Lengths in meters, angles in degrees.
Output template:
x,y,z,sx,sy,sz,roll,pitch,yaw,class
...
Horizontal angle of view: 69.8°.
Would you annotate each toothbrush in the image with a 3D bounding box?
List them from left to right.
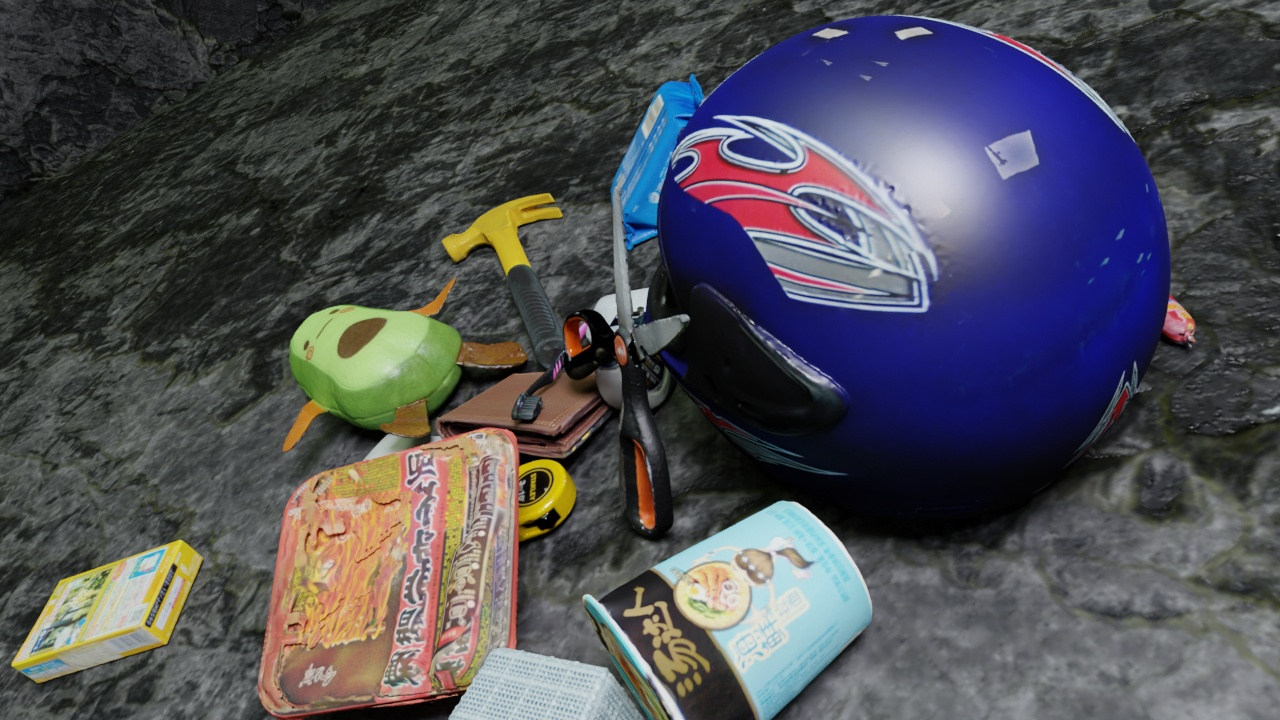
x,y,z,sx,sy,sz,roll,pitch,yaw,class
-0.062,0.003,0.724,0.018,0.014,0.188,5,25,13,toothbrush

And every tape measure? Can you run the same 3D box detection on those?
x,y,z,sx,sy,sz,roll,pitch,yaw,class
-0.073,0.099,0.650,0.057,0.029,0.060,-22,37,12,tape measure
-0.004,0.004,0.685,0.034,0.066,0.065,-3,41,37,tape measure

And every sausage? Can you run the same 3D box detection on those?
x,y,z,sx,sy,sz,roll,pitch,yaw,class
0.308,-0.056,0.587,0.020,0.020,0.155,-24,37,8,sausage

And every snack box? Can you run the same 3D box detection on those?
x,y,z,sx,sy,sz,roll,pitch,yaw,class
-0.443,0.209,0.767,0.140,0.034,0.086,-18,38,13,snack box

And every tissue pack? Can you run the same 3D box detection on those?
x,y,z,sx,sy,sz,roll,pitch,yaw,class
0.021,-0.186,0.866,0.157,0.052,0.094,-60,24,30,tissue pack

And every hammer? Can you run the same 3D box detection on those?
x,y,z,sx,sy,sz,roll,pitch,yaw,class
-0.115,-0.082,0.890,0.129,0.033,0.300,-30,36,1,hammer

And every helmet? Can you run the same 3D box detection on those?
x,y,z,sx,sy,sz,roll,pitch,yaw,class
0.122,-0.067,0.518,0.246,0.241,0.316,-36,41,-21,helmet

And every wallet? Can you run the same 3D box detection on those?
x,y,z,sx,sy,sz,roll,pitch,yaw,class
-0.082,0.037,0.711,0.125,0.032,0.101,0,24,32,wallet

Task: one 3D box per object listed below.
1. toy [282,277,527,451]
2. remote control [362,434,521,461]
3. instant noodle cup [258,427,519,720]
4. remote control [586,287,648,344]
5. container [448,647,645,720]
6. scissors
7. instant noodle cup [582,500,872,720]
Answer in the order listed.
x,y,z,sx,sy,sz,roll,pitch,yaw,class
-0.231,0.003,0.821,0.247,0.090,0.226,12,46,38,toy
-0.164,0.086,0.731,0.150,0.021,0.058,0,40,34,remote control
-0.148,0.141,0.586,0.189,0.079,0.164,-15,56,20,instant noodle cup
0.020,-0.040,0.759,0.136,0.020,0.055,-9,42,25,remote control
-0.054,0.213,0.455,0.090,0.090,0.111,-1,43,32,container
-0.012,0.007,0.578,0.021,0.221,0.235,-13,7,-20,scissors
0.049,0.134,0.471,0.120,0.111,0.111,-32,36,-16,instant noodle cup
